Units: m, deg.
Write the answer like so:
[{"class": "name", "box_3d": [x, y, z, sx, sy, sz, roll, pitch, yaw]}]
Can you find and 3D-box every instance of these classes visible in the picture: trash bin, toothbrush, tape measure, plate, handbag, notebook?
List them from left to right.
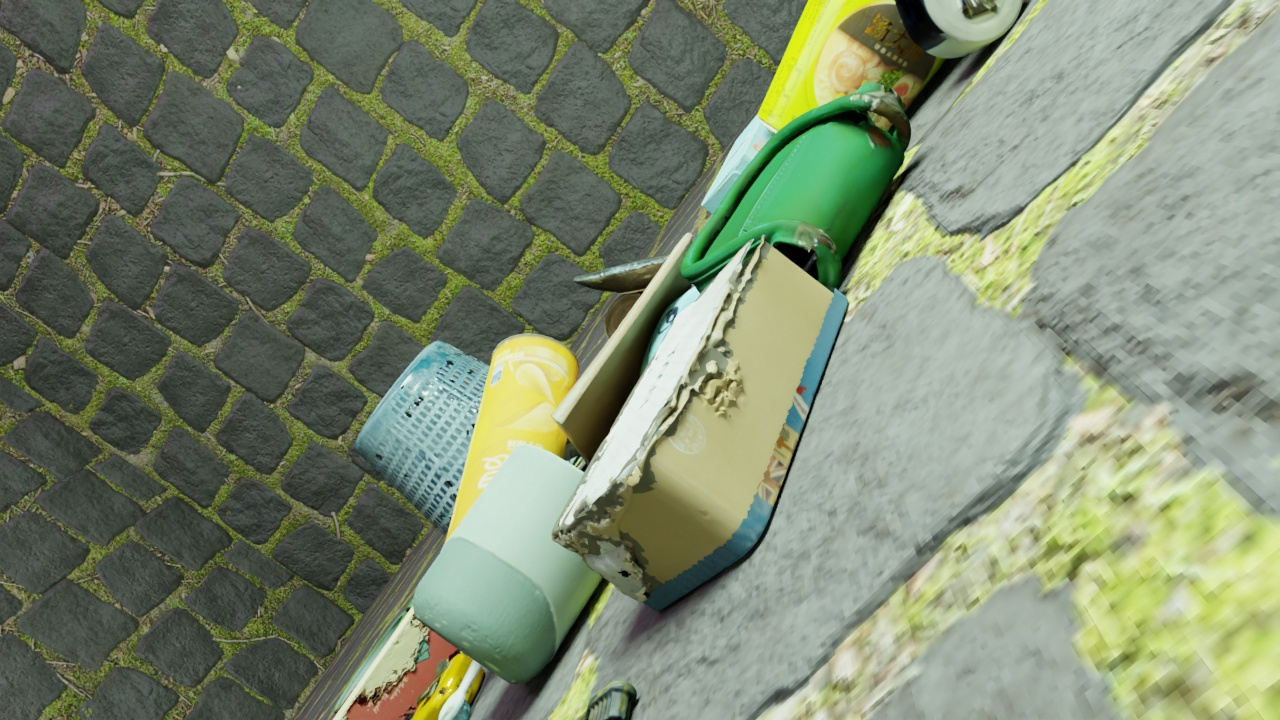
[{"class": "tape measure", "box_3d": [-0.132, 0.225, 0.618, 0.060, 0.029, 0.057, -50, 6, 22]}, {"class": "trash bin", "box_3d": [-0.189, 0.092, 1.000, 0.227, 0.195, 0.226, -53, 6, 8]}, {"class": "toothbrush", "box_3d": [-0.056, 0.182, 0.385, 0.186, 0.012, 0.017, -49, 19, 33]}, {"class": "toothbrush", "box_3d": [-0.085, 0.160, 0.644, 0.027, 0.027, 0.223, -15, 27, 30]}, {"class": "notebook", "box_3d": [-0.004, 0.004, 0.680, 0.149, 0.012, 0.211, -55, -10, -10]}, {"class": "plate", "box_3d": [0.034, -0.078, 0.740, 0.179, 0.024, 0.179, -14, 6, 1]}, {"class": "handbag", "box_3d": [0.089, -0.084, 0.516, 0.131, 0.068, 0.120, -56, 8, -25]}, {"class": "tape measure", "box_3d": [0.184, -0.210, 0.526, 0.065, 0.066, 0.033, -27, 7, -6]}]

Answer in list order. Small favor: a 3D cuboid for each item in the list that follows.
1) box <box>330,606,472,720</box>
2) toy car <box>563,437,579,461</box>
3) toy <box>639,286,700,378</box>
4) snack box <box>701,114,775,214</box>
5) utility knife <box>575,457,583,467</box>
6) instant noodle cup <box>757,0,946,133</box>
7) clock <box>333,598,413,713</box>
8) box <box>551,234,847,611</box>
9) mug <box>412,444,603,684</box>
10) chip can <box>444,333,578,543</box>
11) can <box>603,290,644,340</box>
[{"class": "box", "box_3d": [-0.179, 0.234, 0.690, 0.168, 0.077, 0.091, -56, 6, -17]}, {"class": "toy car", "box_3d": [-0.045, 0.046, 0.753, 0.120, 0.037, 0.054, -43, -15, -15]}, {"class": "toy", "box_3d": [0.034, -0.016, 0.635, 0.155, 0.050, 0.162, -58, 1, -41]}, {"class": "snack box", "box_3d": [0.102, -0.137, 0.681, 0.052, 0.074, 0.174, -49, 8, 31]}, {"class": "utility knife", "box_3d": [-0.017, 0.040, 0.844, 0.215, 0.015, 0.033, -53, 3, 4]}, {"class": "instant noodle cup", "box_3d": [0.143, -0.195, 0.616, 0.124, 0.111, 0.111, -60, 4, 19]}, {"class": "clock", "box_3d": [-0.206, 0.266, 0.811, 0.161, 0.056, 0.116, -54, 7, -10]}, {"class": "box", "box_3d": [0.033, 0.018, 0.418, 0.090, 0.061, 0.183, -45, 8, 47]}, {"class": "mug", "box_3d": [-0.063, 0.119, 0.512, 0.106, 0.082, 0.112, -57, -23, -21]}, {"class": "chip can", "box_3d": [-0.090, 0.079, 0.644, 0.072, 0.072, 0.212, -48, 26, 40]}, {"class": "can", "box_3d": [0.001, -0.038, 0.821, 0.053, 0.053, 0.134, -52, 1, 9]}]
